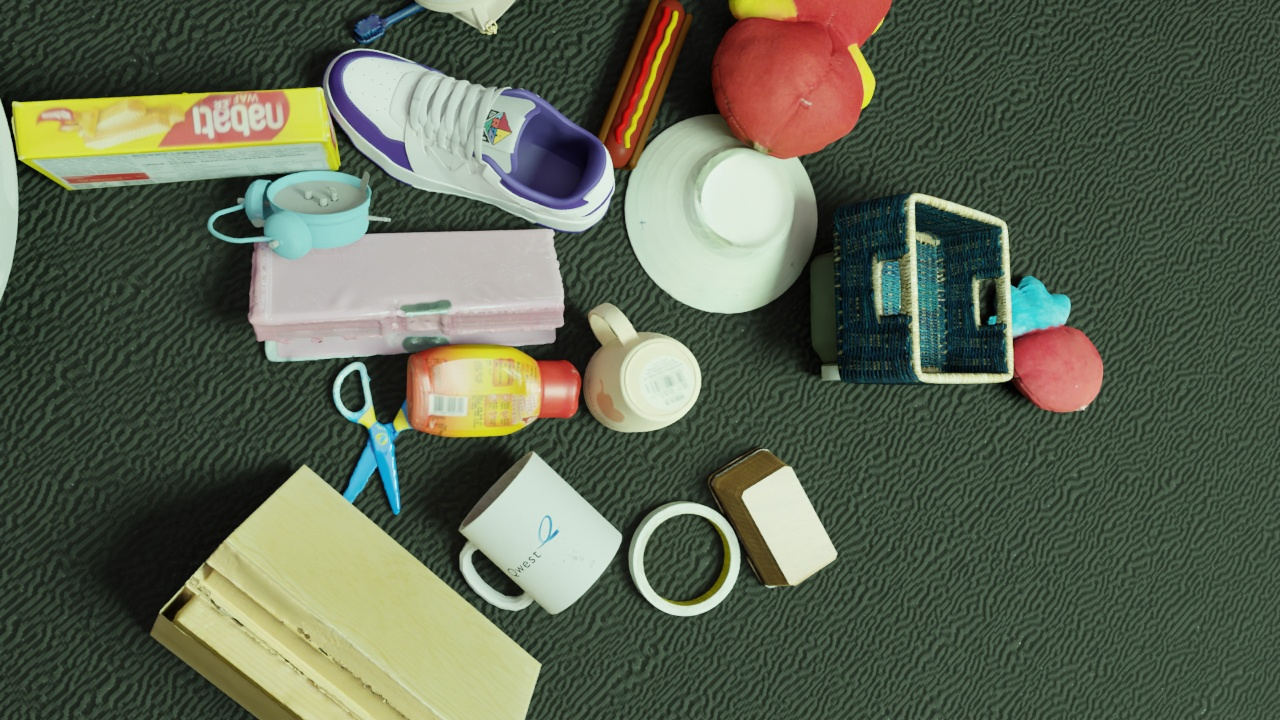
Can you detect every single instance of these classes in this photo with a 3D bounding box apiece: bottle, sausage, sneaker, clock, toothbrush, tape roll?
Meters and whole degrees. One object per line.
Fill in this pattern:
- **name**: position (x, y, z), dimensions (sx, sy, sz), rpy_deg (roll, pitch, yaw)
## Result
- **bottle**: position (0.178, -0.038, 0.796), dimensions (0.060, 0.060, 0.108), rpy_deg (0, 88, -13)
- **sausage**: position (0.002, -0.234, 0.775), dimensions (0.040, 0.040, 0.155), rpy_deg (22, 83, -11)
- **sneaker**: position (-0.129, -0.175, 0.706), dimensions (0.244, 0.111, 0.091), rpy_deg (22, 83, -11)
- **clock**: position (-0.258, -0.111, 0.685), dimensions (0.123, 0.087, 0.042), rpy_deg (-18, 134, -32)
- **toothbrush**: position (-0.151, -0.310, 0.755), dimensions (0.189, 0.017, 0.016), rpy_deg (-33, 97, -12)
- **bottle**: position (-0.115, 0.023, 0.726), dimensions (0.134, 0.048, 0.071), rpy_deg (0, 101, -20)
- **tape roll**: position (0.037, 0.167, 0.776), dimensions (0.094, 0.019, 0.094), rpy_deg (1, 87, -13)

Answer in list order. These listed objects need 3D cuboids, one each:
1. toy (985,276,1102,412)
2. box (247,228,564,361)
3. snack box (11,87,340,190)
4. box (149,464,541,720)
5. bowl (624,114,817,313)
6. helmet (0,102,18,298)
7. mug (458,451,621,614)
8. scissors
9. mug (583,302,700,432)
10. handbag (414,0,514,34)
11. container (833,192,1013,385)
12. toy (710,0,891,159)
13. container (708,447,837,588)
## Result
- **toy**: position (0.369, -0.013, 0.842), dimensions (0.092, 0.062, 0.133), rpy_deg (-14, 73, -25)
- **box**: position (-0.180, -0.049, 0.729), dimensions (0.232, 0.080, 0.099), rpy_deg (-5, 54, -14)
- **snack box**: position (-0.328, -0.161, 0.670), dimensions (0.200, 0.092, 0.042), rpy_deg (-7, 89, -13)
- **box**: position (-0.213, 0.224, 0.664), dimensions (0.248, 0.142, 0.179), rpy_deg (42, 86, -8)
- **bowl**: position (0.079, -0.130, 0.778), dimensions (0.176, 0.058, 0.176), rpy_deg (1, 88, -13)
- **helmet**: position (-0.495, -0.100, 0.566), dimensions (0.183, 0.225, 0.282), rpy_deg (2, 79, -35)
- **mug**: position (-0.091, 0.146, 0.724), dimensions (0.096, 0.083, 0.120), rpy_deg (44, 107, -8)
- **scissors**: position (-0.214, 0.059, 0.727), dimensions (0.109, 0.018, 0.131), rpy_deg (28, 81, -8)
- **mug**: position (-0.004, 0.004, 0.730), dimensions (0.085, 0.104, 0.111), rpy_deg (-33, 96, -13)
- **handbag**: position (-0.097, -0.339, 0.700), dimensions (0.198, 0.101, 0.194), rpy_deg (39, 79, 18)
- **container**: position (0.237, -0.052, 0.761), dimensions (0.187, 0.071, 0.145), rpy_deg (1, 87, -47)
- **toy**: position (0.136, -0.258, 0.759), dimensions (0.147, 0.099, 0.215), rpy_deg (25, 63, -4)
- **container**: position (0.114, 0.135, 0.773), dimensions (0.063, 0.061, 0.114), rpy_deg (-29, 94, -12)
